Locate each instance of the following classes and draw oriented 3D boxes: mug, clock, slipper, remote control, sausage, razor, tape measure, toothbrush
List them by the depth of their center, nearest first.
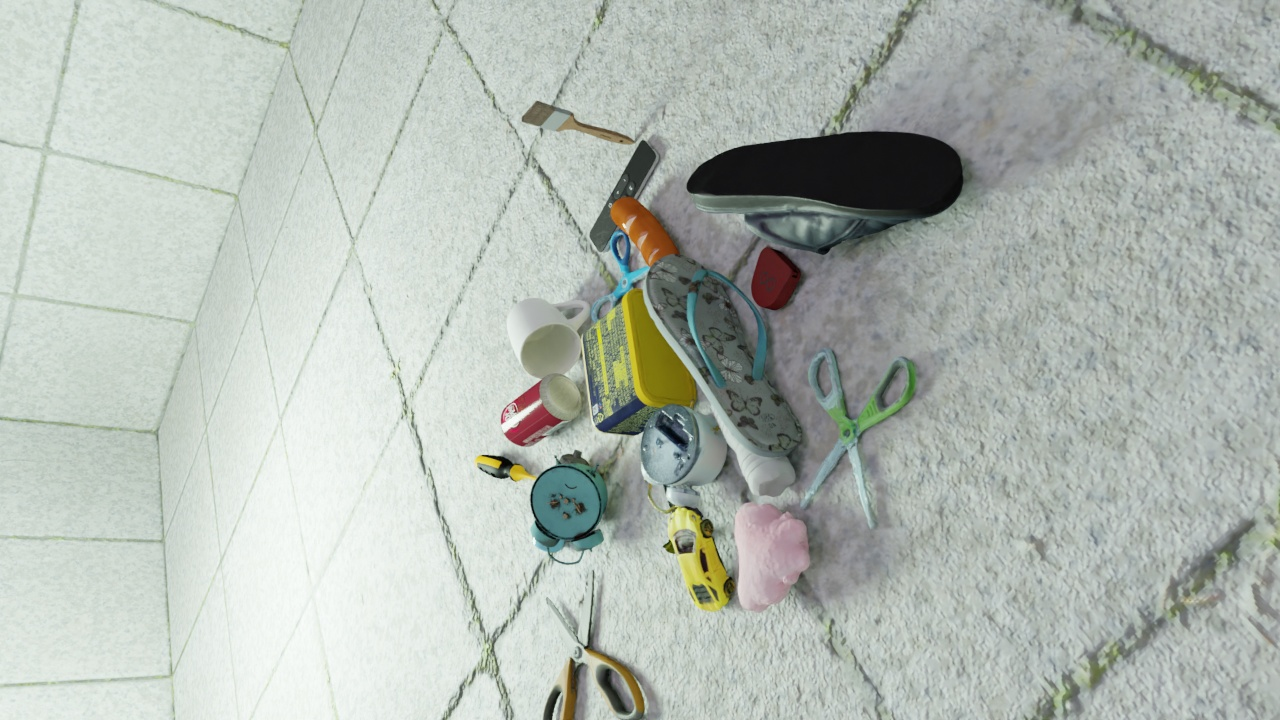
[{"bbox_3d":[0.167,-0.143,0.833,0.266,0.083,0.108,8,50,41],"label":"slipper"},{"bbox_3d":[0.076,-0.023,0.891,0.268,0.098,0.055,65,145,36],"label":"slipper"},{"bbox_3d":[0.130,-0.079,0.903,0.051,0.019,0.059,-63,33,24],"label":"tape measure"},{"bbox_3d":[0.038,0.101,0.942,0.083,0.057,0.118,39,108,46],"label":"clock"},{"bbox_3d":[0.033,0.149,0.975,0.043,0.026,0.105,-50,42,37],"label":"razor"},{"bbox_3d":[0.012,-0.135,1.051,0.039,0.044,0.164,78,166,-48],"label":"sausage"},{"bbox_3d":[-0.081,0.176,1.068,0.090,0.053,0.124,9,98,17],"label":"clock"},{"bbox_3d":[-0.022,-0.202,1.140,0.147,0.008,0.045,-58,42,27],"label":"remote control"},{"bbox_3d":[-0.115,-0.043,1.180,0.114,0.081,0.087,-39,38,1],"label":"mug"},{"bbox_3d":[-0.167,0.150,1.232,0.197,0.031,0.030,7,62,49],"label":"toothbrush"}]

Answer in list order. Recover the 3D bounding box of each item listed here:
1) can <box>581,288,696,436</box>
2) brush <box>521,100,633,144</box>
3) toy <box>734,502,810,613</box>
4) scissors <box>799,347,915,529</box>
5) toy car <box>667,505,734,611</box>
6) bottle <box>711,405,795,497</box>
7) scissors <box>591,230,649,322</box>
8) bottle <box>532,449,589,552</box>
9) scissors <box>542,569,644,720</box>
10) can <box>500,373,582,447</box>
[{"bbox_3d":[-0.006,0.006,1.017,0.105,0.075,0.135,-36,55,46],"label":"can"},{"bbox_3d":[-0.070,-0.283,1.110,0.045,0.143,0.008,-26,60,57],"label":"brush"},{"bbox_3d":[0.119,0.171,0.831,0.093,0.050,0.102,-33,53,48],"label":"toy"},{"bbox_3d":[0.182,0.061,0.811,0.165,0.024,0.172,50,119,39],"label":"scissors"},{"bbox_3d":[0.056,0.195,0.904,0.049,0.030,0.107,-21,88,48],"label":"toy car"},{"bbox_3d":[0.102,0.068,0.883,0.044,0.044,0.136,-52,45,31],"label":"bottle"},{"bbox_3d":[-0.022,-0.100,1.114,0.134,0.011,0.140,-27,61,50],"label":"scissors"},{"bbox_3d":[-0.096,0.170,1.122,0.040,0.040,0.130,34,108,51],"label":"bottle"},{"bbox_3d":[-0.063,0.358,1.054,0.230,0.016,0.225,12,91,53],"label":"scissors"},{"bbox_3d":[-0.128,0.065,1.169,0.114,0.063,0.063,-34,56,43],"label":"can"}]
